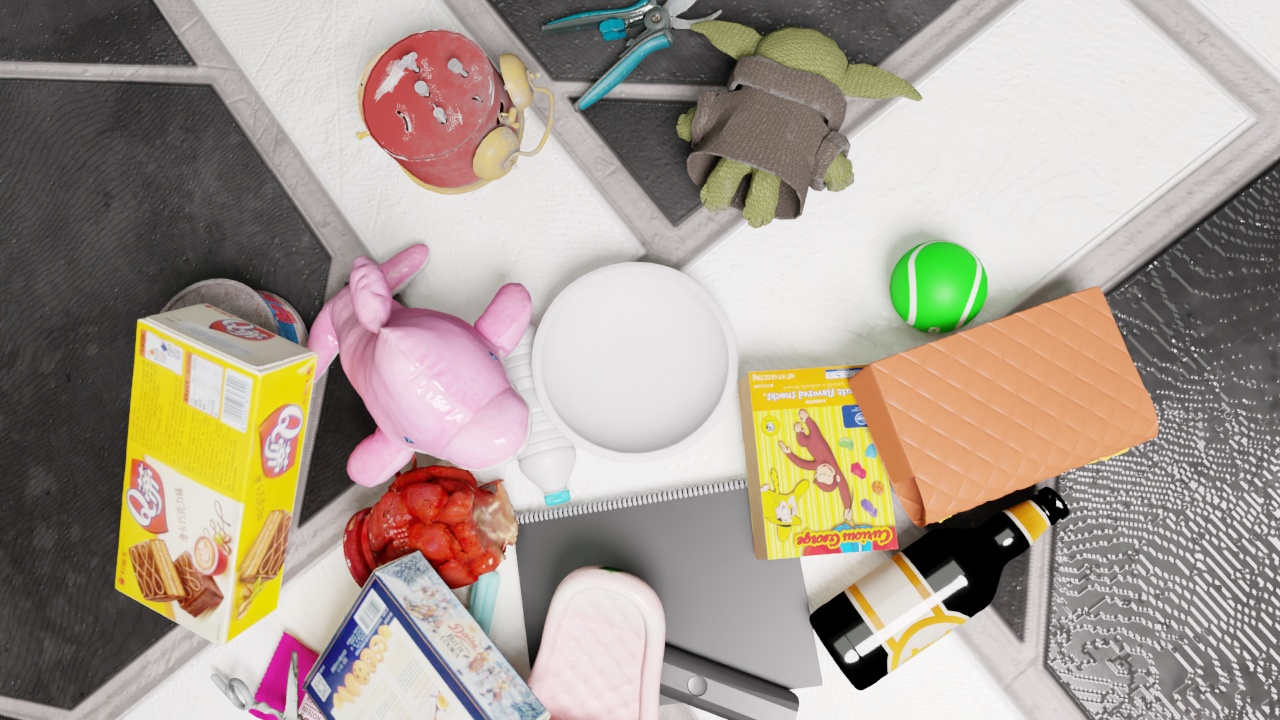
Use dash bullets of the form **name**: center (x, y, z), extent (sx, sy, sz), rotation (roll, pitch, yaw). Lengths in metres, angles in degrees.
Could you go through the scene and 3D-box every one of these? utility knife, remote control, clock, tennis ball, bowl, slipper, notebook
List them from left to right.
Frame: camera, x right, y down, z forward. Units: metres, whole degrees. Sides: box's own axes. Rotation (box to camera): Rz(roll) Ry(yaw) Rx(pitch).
- **clock**: center (-0.146, -0.200, 0.733), extent (0.159, 0.081, 0.117), rotation (11, 82, 13)
- **utility knife**: center (-0.129, 0.237, 0.684), extent (0.022, 0.015, 0.165), rotation (8, 84, 19)
- **slipper**: center (-0.038, 0.244, 0.623), extent (0.107, 0.055, 0.222), rotation (15, 102, 10)
- **bowl**: center (-0.004, 0.004, 0.682), extent (0.149, 0.043, 0.149), rotation (0, 77, 1)
- **notebook**: center (0.015, 0.171, 0.666), extent (0.207, 0.016, 0.149), rotation (-11, 79, 10)
- **remote control**: center (0.036, 0.223, 0.637), extent (0.147, 0.015, 0.033), rotation (16, 85, 13)
- **tennis ball**: center (0.208, -0.051, 0.641), extent (0.065, 0.065, 0.065), rotation (-2, 79, 11)

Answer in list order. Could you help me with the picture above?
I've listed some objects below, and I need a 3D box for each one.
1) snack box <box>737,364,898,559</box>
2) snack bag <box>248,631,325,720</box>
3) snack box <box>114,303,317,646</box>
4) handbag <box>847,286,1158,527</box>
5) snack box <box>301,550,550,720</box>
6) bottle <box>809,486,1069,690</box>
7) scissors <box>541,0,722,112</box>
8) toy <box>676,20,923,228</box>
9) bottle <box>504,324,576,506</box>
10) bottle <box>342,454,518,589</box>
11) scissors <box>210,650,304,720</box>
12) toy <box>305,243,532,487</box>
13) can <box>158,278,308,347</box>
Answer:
- **snack box**: center (0.121, 0.071, 0.637), extent (0.088, 0.040, 0.125), rotation (-4, 79, -5)
- **snack bag**: center (-0.206, 0.281, 0.687), extent (0.196, 0.016, 0.070), rotation (24, 90, 16)
- **snack box**: center (-0.318, 0.084, 0.679), extent (0.110, 0.061, 0.231), rotation (22, 111, 14)
- **handbag**: center (0.240, 0.033, 0.612), extent (0.171, 0.060, 0.108), rotation (-18, 78, -10)
- **snack box**: center (-0.151, 0.230, 0.621), extent (0.145, 0.042, 0.145), rotation (46, 120, 16)
- **bottle**: center (0.202, 0.144, 0.609), extent (0.182, 0.059, 0.059), rotation (-36, 75, 3)
- **scissors**: center (-0.013, -0.258, 0.749), extent (0.155, 0.019, 0.124), rotation (9, 82, 14)
- **toy**: center (0.099, -0.174, 0.680), extent (0.179, 0.078, 0.152), rotation (23, 77, 15)
- **bottle**: center (-0.078, 0.042, 0.694), extent (0.044, 0.044, 0.136), rotation (-18, 77, 8)
- **bottle**: center (-0.152, 0.119, 0.675), extent (0.111, 0.099, 0.099), rotation (-23, 76, 20)
- **scissors**: center (-0.263, 0.264, 0.673), extent (0.175, 0.014, 0.142), rotation (5, 110, 34)
- **toy**: center (-0.171, -0.013, 0.648), extent (0.186, 0.128, 0.266), rotation (-48, 44, -11)
- **can**: center (-0.338, 0.001, 0.749), extent (0.130, 0.044, 0.130), rotation (-3, 81, 16)
